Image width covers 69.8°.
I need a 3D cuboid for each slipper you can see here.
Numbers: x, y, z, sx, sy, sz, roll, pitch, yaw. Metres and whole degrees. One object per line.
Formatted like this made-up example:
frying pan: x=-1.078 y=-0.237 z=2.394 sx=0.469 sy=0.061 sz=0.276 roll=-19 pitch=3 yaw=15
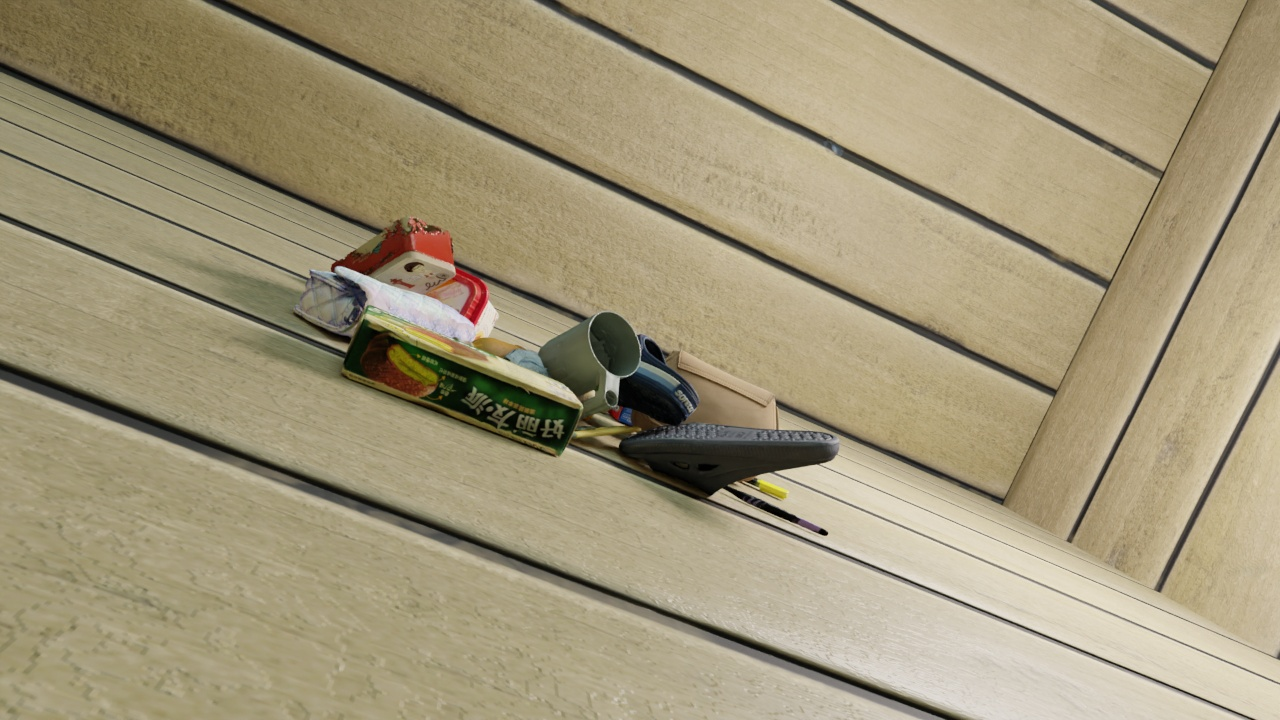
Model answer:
slipper: x=0.099 y=0.123 z=1.083 sx=0.268 sy=0.083 sz=0.110 roll=-1 pitch=5 yaw=21
slipper: x=-0.007 y=0.007 z=1.198 sx=0.253 sy=0.095 sz=0.105 roll=22 pitch=-30 yaw=54

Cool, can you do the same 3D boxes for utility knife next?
utility knife: x=-0.048 y=0.085 z=1.096 sx=0.031 sy=0.018 sz=0.151 roll=7 pitch=-1 yaw=34

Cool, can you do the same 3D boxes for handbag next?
handbag: x=-0.311 y=-0.057 z=1.123 sx=0.134 sy=0.075 sz=0.193 roll=24 pitch=4 yaw=32
handbag: x=0.093 y=0.080 z=1.288 sx=0.204 sy=0.147 sz=0.100 roll=26 pitch=-33 yaw=2

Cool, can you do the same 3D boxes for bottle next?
bottle: x=-0.156 y=0.015 z=1.139 sx=0.189 sy=0.068 sz=0.068 roll=21 pitch=5 yaw=-39

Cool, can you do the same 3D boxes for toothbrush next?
toothbrush: x=0.151 y=0.181 z=1.156 sx=0.189 sy=0.014 sz=0.016 roll=24 pitch=12 yaw=0

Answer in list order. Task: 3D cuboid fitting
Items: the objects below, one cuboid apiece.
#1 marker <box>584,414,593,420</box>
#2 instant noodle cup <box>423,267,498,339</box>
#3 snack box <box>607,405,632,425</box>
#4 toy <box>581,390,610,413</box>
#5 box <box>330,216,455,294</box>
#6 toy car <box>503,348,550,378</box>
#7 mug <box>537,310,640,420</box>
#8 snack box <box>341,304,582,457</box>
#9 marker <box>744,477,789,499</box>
marker: x=-0.121 y=0.054 z=1.230 sx=0.124 sy=0.015 sz=0.018 roll=20 pitch=4 yaw=-14
instant noodle cup: x=-0.269 y=-0.065 z=1.312 sx=0.117 sy=0.116 sz=0.124 roll=25 pitch=-8 yaw=15
snack box: x=0.054 y=0.094 z=1.413 sx=0.207 sy=0.057 sz=0.058 roll=22 pitch=2 yaw=-24
toy: x=-0.085 y=0.039 z=1.360 sx=0.105 sy=0.066 sz=0.157 roll=56 pitch=5 yaw=-7
box: x=-0.333 y=-0.126 z=1.217 sx=0.169 sy=0.079 sz=0.091 roll=-25 pitch=-26 yaw=29
toy car: x=-0.124 y=0.029 z=1.078 sx=0.048 sy=0.031 sz=0.105 roll=-8 pitch=62 yaw=-50
mug: x=-0.066 y=0.013 z=1.102 sx=0.083 sy=0.123 sz=0.104 roll=27 pitch=-35 yaw=-36
snack box: x=-0.185 y=0.019 z=0.959 sx=0.240 sy=0.063 sz=0.114 roll=23 pitch=4 yaw=-18
marker: x=0.152 y=0.170 z=1.309 sx=0.124 sy=0.015 sz=0.018 roll=21 pitch=3 yaw=2
